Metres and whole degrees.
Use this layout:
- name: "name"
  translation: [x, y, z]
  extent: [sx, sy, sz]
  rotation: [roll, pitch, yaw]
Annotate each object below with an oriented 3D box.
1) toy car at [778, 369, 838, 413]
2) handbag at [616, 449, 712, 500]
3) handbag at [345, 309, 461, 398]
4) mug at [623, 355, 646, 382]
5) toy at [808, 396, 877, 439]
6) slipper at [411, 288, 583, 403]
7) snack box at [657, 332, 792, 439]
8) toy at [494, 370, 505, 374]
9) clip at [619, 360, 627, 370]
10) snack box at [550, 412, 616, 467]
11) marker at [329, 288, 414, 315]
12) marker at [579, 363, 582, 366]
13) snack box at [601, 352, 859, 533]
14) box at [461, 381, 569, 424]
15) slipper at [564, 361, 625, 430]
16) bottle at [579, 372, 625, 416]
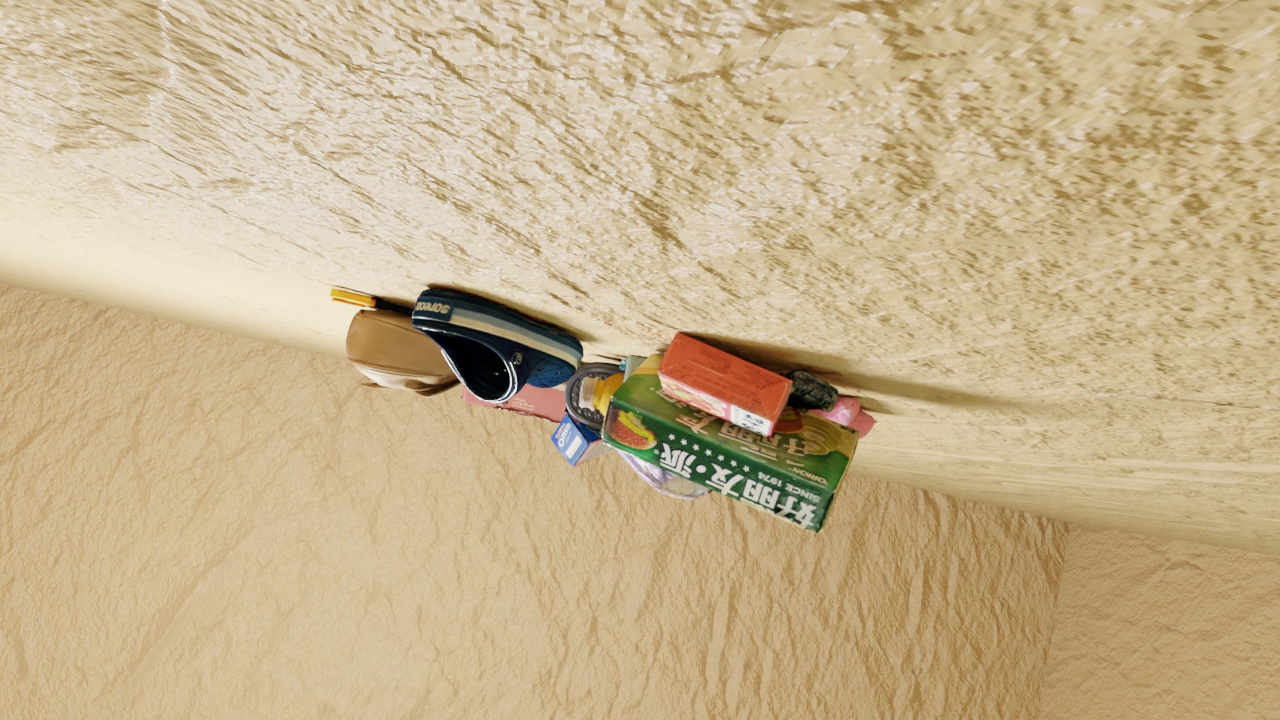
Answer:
- name: "toy car"
  translation: [0.156, 0.028, 0.892]
  extent: [0.049, 0.031, 0.106]
  rotation: [28, 170, -7]
- name: "handbag"
  translation: [0.020, 0.128, 1.407]
  extent: [0.194, 0.075, 0.134]
  rotation: [42, -170, 36]
- name: "handbag"
  translation: [-0.288, -0.008, 1.131]
  extent: [0.147, 0.100, 0.204]
  rotation: [14, -178, -18]
- name: "mug"
  translation: [0.034, 0.054, 1.058]
  extent: [0.124, 0.103, 0.083]
  rotation: [9, 174, 20]
- name: "toy"
  translation: [0.203, 0.081, 1.083]
  extent: [0.178, 0.074, 0.195]
  rotation: [-10, 166, -14]
- name: "slipper"
  translation: [-0.144, -0.003, 0.953]
  extent: [0.105, 0.095, 0.252]
  rotation: [12, 171, 26]
- name: "snack box"
  translation: [0.079, 0.029, 0.859]
  extent: [0.113, 0.044, 0.127]
  rotation: [23, 170, 12]
- name: "toy"
  translation: [-0.176, 0.007, 1.227]
  extent: [0.105, 0.066, 0.157]
  rotation: [18, -169, 9]
- name: "clip"
  translation: [-0.005, 0.007, 1.128]
  extent: [0.038, 0.013, 0.056]
  rotation: [17, 170, -38]
- name: "snack box"
  translation: [-0.030, 0.086, 1.270]
  extent: [0.207, 0.058, 0.057]
  rotation: [-17, -119, -50]
- name: "marker"
  translation: [-0.295, -0.063, 1.059]
  extent: [0.123, 0.015, 0.018]
  rotation: [13, -179, -25]
- name: "marker"
  translation: [-0.121, 0.004, 1.321]
  extent: [0.124, 0.015, 0.018]
  rotation: [13, -148, 8]
- name: "snack box"
  translation: [0.092, 0.078, 0.931]
  extent: [0.240, 0.063, 0.114]
  rotation: [22, -148, 16]
- name: "box"
  translation: [-0.169, 0.042, 1.339]
  extent: [0.168, 0.079, 0.091]
  rotation: [13, -161, 9]
- name: "slipper"
  translation: [0.033, 0.059, 1.206]
  extent: [0.268, 0.111, 0.083]
  rotation: [17, -162, -7]
- name: "bottle"
  translation: [0.020, 0.053, 1.126]
  extent: [0.189, 0.068, 0.068]
  rotation: [9, 174, -3]
